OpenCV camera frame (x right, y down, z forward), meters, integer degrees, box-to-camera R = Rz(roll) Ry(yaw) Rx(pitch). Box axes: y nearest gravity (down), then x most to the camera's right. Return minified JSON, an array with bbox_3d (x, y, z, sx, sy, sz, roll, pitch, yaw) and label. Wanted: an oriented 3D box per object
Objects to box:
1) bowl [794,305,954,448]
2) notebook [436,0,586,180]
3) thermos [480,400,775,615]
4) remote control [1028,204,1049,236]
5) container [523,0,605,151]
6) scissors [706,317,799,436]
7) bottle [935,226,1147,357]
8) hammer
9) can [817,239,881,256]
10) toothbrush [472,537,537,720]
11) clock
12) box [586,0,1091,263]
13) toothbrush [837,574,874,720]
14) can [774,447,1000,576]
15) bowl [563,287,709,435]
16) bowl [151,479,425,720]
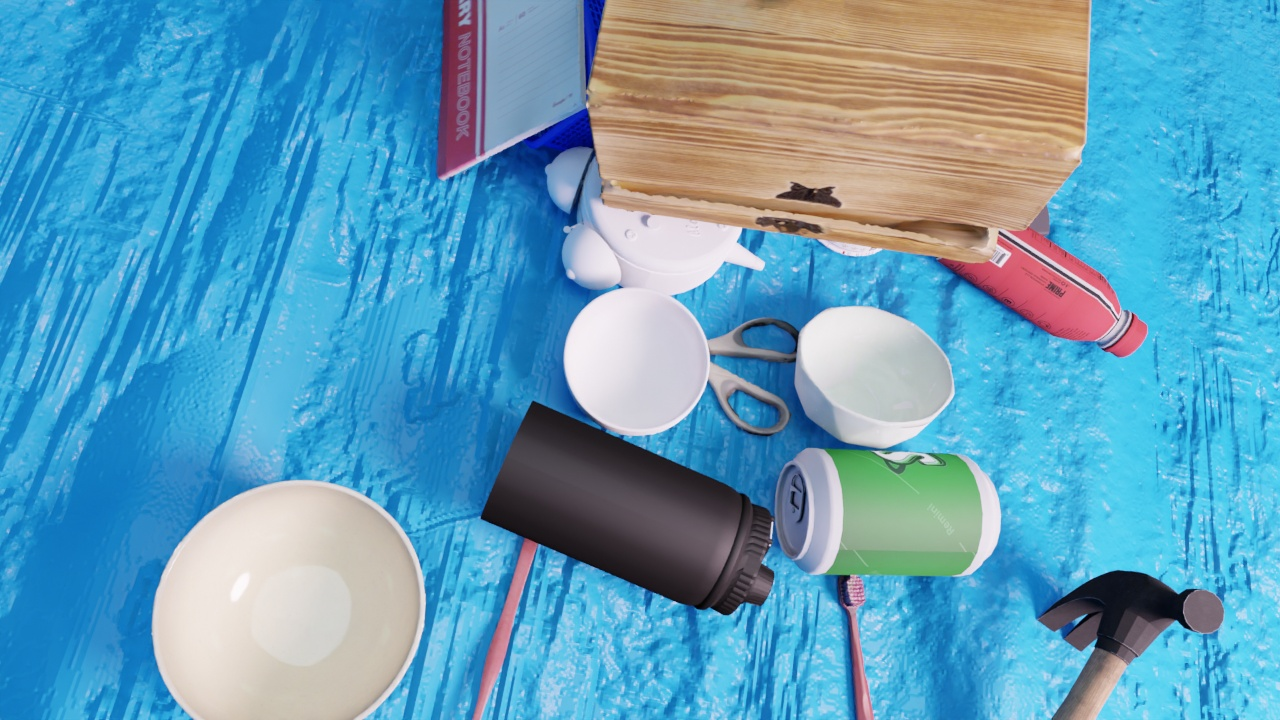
[{"bbox_3d":[0.167,0.020,0.687,0.117,0.061,0.117,5,47,-6],"label":"bowl"},{"bbox_3d":[-0.101,-0.255,0.702,0.012,0.153,0.208,21,60,-49],"label":"notebook"},{"bbox_3d":[0.002,0.106,0.618,0.198,0.086,0.086,24,68,-3],"label":"thermos"},{"bbox_3d":[0.340,-0.168,0.822,0.046,0.009,0.124,7,70,-10],"label":"remote control"},{"bbox_3d":[-0.050,-0.223,0.714,0.058,0.096,0.114,5,69,-43],"label":"container"},{"bbox_3d":[0.051,0.004,0.703,0.163,0.013,0.154,-18,76,-16],"label":"scissors"},{"bbox_3d":[0.334,-0.063,0.758,0.176,0.062,0.062,33,68,1],"label":"bottle"},{"bbox_3d":[0.264,0.276,0.614,0.040,0.132,0.305,36,80,2],"label":"hammer"},{"bbox_3d":[0.188,-0.145,0.725,0.086,0.117,0.086,4,71,-11],"label":"can"},{"bbox_3d":[-0.095,0.193,0.610,0.015,0.016,0.184,18,66,-5],"label":"toothbrush"},{"bbox_3d":[0.014,-0.118,0.704,0.160,0.073,0.125,-8,73,-14],"label":"clock"},{"bbox_3d":[0.122,-0.218,0.598,0.279,0.168,0.244,8,77,7],"label":"box"},{"bbox_3d":[0.158,0.245,0.641,0.016,0.016,0.189,1,71,-13],"label":"toothbrush"},{"bbox_3d":[0.173,0.108,0.653,0.140,0.088,0.087,3,71,-11],"label":"can"},{"bbox_3d":[-0.004,0.004,0.665,0.105,0.054,0.104,1,78,-3],"label":"bowl"},{"bbox_3d":[-0.209,0.154,0.564,0.150,0.075,0.150,4,71,-11],"label":"bowl"}]
